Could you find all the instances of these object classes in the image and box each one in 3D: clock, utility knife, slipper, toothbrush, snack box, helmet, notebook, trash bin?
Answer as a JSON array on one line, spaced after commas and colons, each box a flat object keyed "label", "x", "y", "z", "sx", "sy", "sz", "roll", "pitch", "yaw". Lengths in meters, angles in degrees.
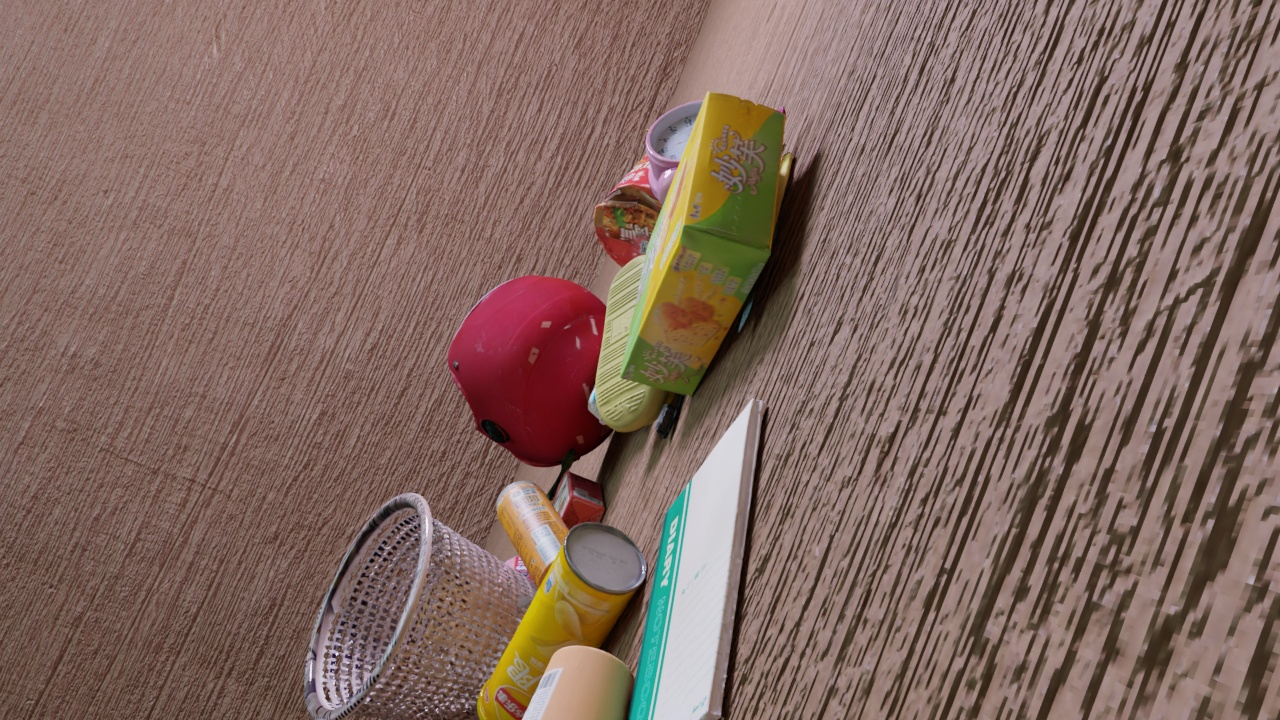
[{"label": "clock", "x": 0.064, "y": -0.196, "z": 0.910, "sx": 0.060, "sy": 0.117, "sz": 0.158, "roll": 68, "pitch": -176, "yaw": -48}, {"label": "utility knife", "x": 0.101, "y": -0.105, "z": 0.748, "sx": 0.212, "sy": 0.022, "sz": 0.031, "roll": -65, "pitch": 1, "yaw": -38}, {"label": "slipper", "x": 0.012, "y": -0.015, "z": 0.907, "sx": 0.092, "sy": 0.081, "sz": 0.190, "roll": -29, "pitch": 49, "yaw": 43}, {"label": "toothbrush", "x": 0.048, "y": -0.011, "z": 0.863, "sx": 0.014, "sy": 0.016, "sz": 0.189, "roll": -42, "pitch": 25, "yaw": 62}, {"label": "snack box", "x": -0.085, "y": 0.195, "z": 1.065, "sx": 0.127, "sy": 0.044, "sz": 0.113, "roll": -122, "pitch": 54, "yaw": -79}, {"label": "helmet", "x": -0.095, "y": 0.016, "z": 1.083, "sx": 0.206, "sy": 0.240, "sz": 0.144, "roll": -38, "pitch": 19, "yaw": -30}, {"label": "snack box", "x": 0.049, "y": -0.090, "z": 0.766, "sx": 0.211, "sy": 0.070, "sz": 0.157, "roll": 115, "pitch": 169, "yaw": -55}, {"label": "notebook", "x": 0.030, "y": 0.142, "z": 0.558, "sx": 0.151, "sy": 0.012, "sz": 0.208, "roll": 119, "pitch": 169, "yaw": -45}, {"label": "toothbrush", "x": -0.113, "y": 0.173, "z": 1.103, "sx": 0.017, "sy": 0.012, "sz": 0.186, "roll": -70, "pitch": 6, "yaw": -56}, {"label": "trash bin", "x": -0.197, "y": 0.274, "z": 0.927, "sx": 0.228, "sy": 0.192, "sz": 0.227, "roll": -38, "pitch": 35, "yaw": 34}]

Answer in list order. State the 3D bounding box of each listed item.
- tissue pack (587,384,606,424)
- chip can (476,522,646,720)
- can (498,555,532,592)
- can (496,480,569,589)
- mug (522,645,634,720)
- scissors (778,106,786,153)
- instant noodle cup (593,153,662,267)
[{"label": "tissue pack", "x": -0.006, "y": 0.006, "z": 0.998, "sx": 0.090, "sy": 0.063, "sz": 0.139, "roll": 128, "pitch": 165, "yaw": -72}, {"label": "chip can", "x": -0.068, "y": 0.230, "z": 0.756, "sx": 0.071, "sy": 0.072, "sz": 0.214, "roll": -79, "pitch": 15, "yaw": -58}, {"label": "can", "x": -0.150, "y": 0.290, "z": 1.156, "sx": 0.094, "sy": 0.066, "sz": 0.066, "roll": -142, "pitch": 75, "yaw": -82}, {"label": "can", "x": -0.104, "y": 0.187, "z": 0.961, "sx": 0.146, "sy": 0.058, "sz": 0.058, "roll": 44, "pitch": 114, "yaw": 53}, {"label": "mug", "x": -0.047, "y": 0.245, "z": 0.567, "sx": 0.078, "sy": 0.078, "sz": 0.122, "roll": -60, "pitch": 6, "yaw": 43}, {"label": "scissors", "x": 0.110, "y": -0.167, "z": 0.796, "sx": 0.133, "sy": 0.017, "sz": 0.135, "roll": 122, "pitch": 166, "yaw": -79}, {"label": "instant noodle cup", "x": 0.032, "y": -0.170, "z": 1.039, "sx": 0.108, "sy": 0.138, "sz": 0.138, "roll": -61, "pitch": 2, "yaw": -37}]
